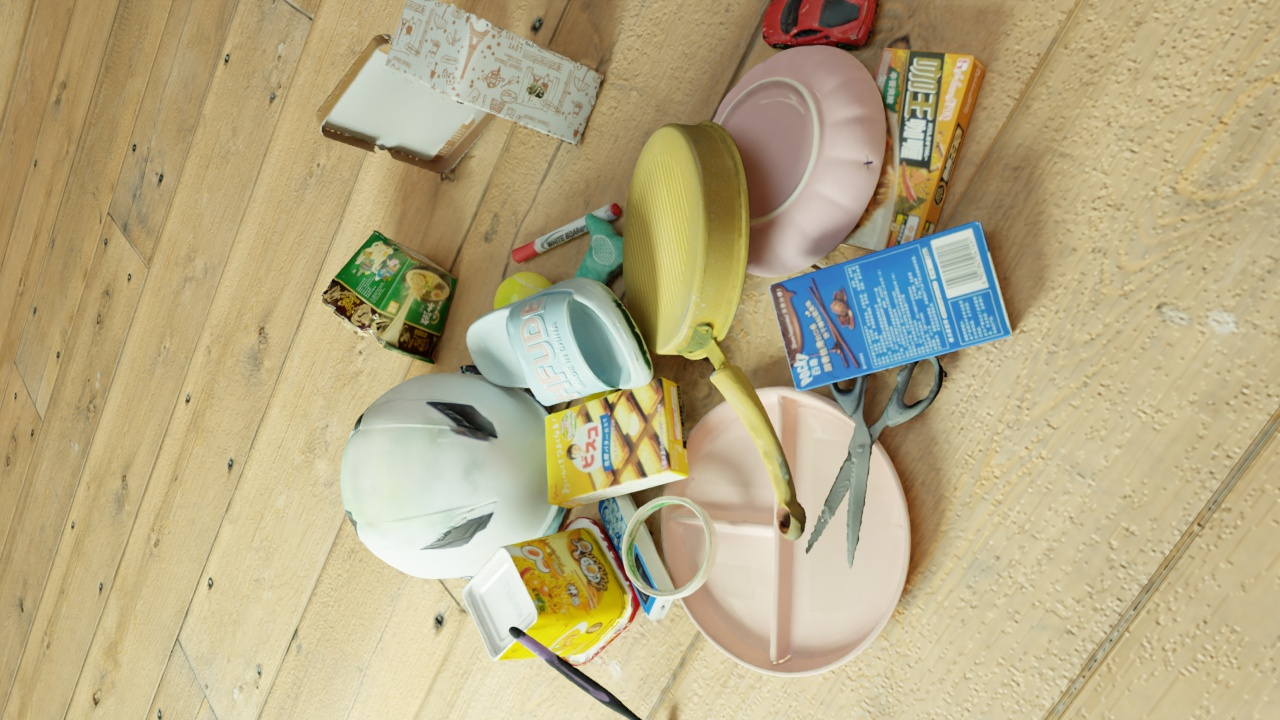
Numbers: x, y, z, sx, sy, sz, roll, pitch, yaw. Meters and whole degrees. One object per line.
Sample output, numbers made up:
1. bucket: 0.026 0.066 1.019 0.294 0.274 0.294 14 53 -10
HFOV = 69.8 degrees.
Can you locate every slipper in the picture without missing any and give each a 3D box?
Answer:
1. slipper: -0.090 -0.011 0.833 0.246 0.074 0.104 -5 114 47

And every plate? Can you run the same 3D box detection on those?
1. plate: 0.109 -0.166 0.750 0.193 0.039 0.192 -12 75 48
2. plate: 0.113 0.136 0.745 0.230 0.028 0.229 -6 80 39

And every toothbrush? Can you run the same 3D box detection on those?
1. toothbrush: -0.041 0.282 0.788 0.014 0.189 0.017 -54 16 -17

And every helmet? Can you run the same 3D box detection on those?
1. helmet: -0.214 0.115 0.937 0.259 0.145 0.229 -4 83 43

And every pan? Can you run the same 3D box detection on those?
1. pan: 0.060 -0.028 0.741 0.198 0.078 0.356 124 142 -59

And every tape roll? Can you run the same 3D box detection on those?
1. tape roll: 0.024 0.158 0.775 0.086 0.014 0.085 -12 65 27

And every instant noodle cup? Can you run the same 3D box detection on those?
1. instant noodle cup: -0.084 0.215 0.839 0.116 0.123 0.116 -48 58 25

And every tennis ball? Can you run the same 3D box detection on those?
1. tennis ball: -0.116 -0.057 0.932 0.066 0.065 0.065 -5 82 39

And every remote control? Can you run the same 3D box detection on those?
1. remote control: -0.004 0.169 0.827 0.049 0.024 0.125 107 144 -47

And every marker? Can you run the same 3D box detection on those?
1. marker: -0.078 -0.130 0.939 0.146 0.017 0.017 -18 74 37

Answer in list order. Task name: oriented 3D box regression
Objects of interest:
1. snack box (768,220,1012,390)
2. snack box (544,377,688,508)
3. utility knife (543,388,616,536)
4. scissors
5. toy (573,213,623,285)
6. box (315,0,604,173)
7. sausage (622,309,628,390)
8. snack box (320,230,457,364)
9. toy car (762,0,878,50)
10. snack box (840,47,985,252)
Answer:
1. snack box: 0.181 -0.037 0.673 0.157 0.026 0.084 -16 85 21
2. snack box: -0.024 0.076 0.825 0.141 0.033 0.086 -20 63 34
3. utility knife: -0.063 0.099 0.904 0.033 0.015 0.223 34 107 45
4. scissors: 0.163 0.060 0.684 0.164 0.014 0.164 -35 57 10
5. toy: -0.037 -0.084 0.894 0.096 0.030 0.092 42 117 27
6. box: -0.187 -0.279 0.941 0.270 0.179 0.136 -6 82 38
7. sausage: -0.005 0.005 0.861 0.021 0.021 0.165 1 86 40
8. snack box: -0.278 -0.076 1.052 0.118 0.117 0.105 34 95 34
9. toy car: 0.145 -0.284 0.761 0.106 0.031 0.049 17 95 42
10. snack box: 0.202 -0.157 0.702 0.075 0.026 0.154 21 99 39
